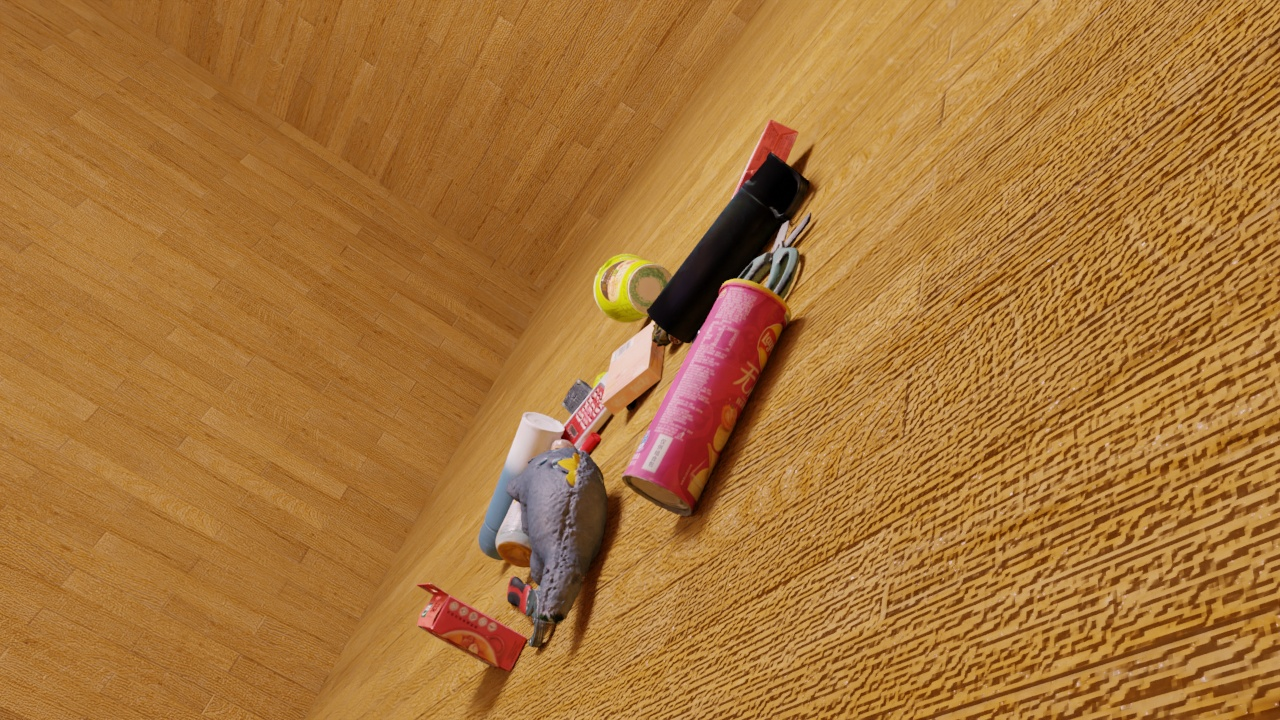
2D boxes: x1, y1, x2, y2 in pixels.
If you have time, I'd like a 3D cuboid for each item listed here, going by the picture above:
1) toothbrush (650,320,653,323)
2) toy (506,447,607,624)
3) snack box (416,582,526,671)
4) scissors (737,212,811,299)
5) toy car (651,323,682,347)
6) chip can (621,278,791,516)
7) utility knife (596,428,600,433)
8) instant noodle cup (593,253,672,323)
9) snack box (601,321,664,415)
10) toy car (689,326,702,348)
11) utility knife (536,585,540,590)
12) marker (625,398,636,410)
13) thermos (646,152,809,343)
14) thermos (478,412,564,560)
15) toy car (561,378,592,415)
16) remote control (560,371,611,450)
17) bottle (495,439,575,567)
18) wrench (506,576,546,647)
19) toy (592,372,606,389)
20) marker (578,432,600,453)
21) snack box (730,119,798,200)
[{"bbox_3d":[0.069,-0.097,1.293,0.191,0.016,0.015,-43,16,46],"label":"toothbrush"},{"bbox_3d":[-0.094,0.168,1.024,0.138,0.091,0.356,-55,19,6],"label":"toy"},{"bbox_3d":[-0.207,0.307,1.057,0.044,0.127,0.113,-61,11,-22],"label":"snack box"},{"bbox_3d":[0.127,-0.081,0.996,0.170,0.019,0.170,-49,15,42],"label":"scissors"},{"bbox_3d":[0.068,-0.083,1.199,0.158,0.042,0.070,-51,13,14],"label":"toy car"},{"bbox_3d":[0.061,0.031,0.825,0.210,0.071,0.071,-61,12,-19],"label":"chip can"},{"bbox_3d":[-0.026,0.029,1.365,0.204,0.021,0.031,-57,15,-24],"label":"utility knife"},{"bbox_3d":[-0.002,-0.113,1.434,0.111,0.111,0.123,-58,19,-7],"label":"instant noodle cup"},{"bbox_3d":[-0.007,0.007,1.255,0.085,0.026,0.157,-38,18,20],"label":"snack box"},{"bbox_3d":[0.085,-0.026,0.983,0.049,0.031,0.106,-57,12,-6],"label":"toy car"},{"bbox_3d":[-0.093,0.204,1.145,0.033,0.015,0.215,-49,13,38],"label":"utility knife"},{"bbox_3d":[-0.012,0.039,1.271,0.018,0.015,0.124,-41,18,15],"label":"marker"},{"bbox_3d":[0.107,-0.130,1.097,0.243,0.068,0.090,-53,28,17],"label":"thermos"},{"bbox_3d":[-0.176,0.186,1.339,0.070,0.070,0.221,-104,34,-75],"label":"thermos"},{"bbox_3d":[-0.092,0.067,1.479,0.054,0.037,0.120,-56,21,0],"label":"toy car"},{"bbox_3d":[-0.070,0.077,1.323,0.136,0.020,0.056,-50,38,11],"label":"remote control"},{"bbox_3d":[-0.132,0.185,1.227,0.068,0.068,0.189,-46,15,44],"label":"bottle"},{"bbox_3d":[-0.137,0.284,1.081,0.274,0.016,0.056,163,118,-75],"label":"wrench"},{"bbox_3d":[-0.072,0.069,1.384,0.100,0.031,0.096,-59,11,19],"label":"toy"},{"bbox_3d":[-0.102,0.156,1.318,0.145,0.017,0.017,-51,12,27],"label":"marker"},{"bbox_3d":[0.151,-0.229,1.197,0.127,0.044,0.113,115,-179,-56],"label":"snack box"}]
